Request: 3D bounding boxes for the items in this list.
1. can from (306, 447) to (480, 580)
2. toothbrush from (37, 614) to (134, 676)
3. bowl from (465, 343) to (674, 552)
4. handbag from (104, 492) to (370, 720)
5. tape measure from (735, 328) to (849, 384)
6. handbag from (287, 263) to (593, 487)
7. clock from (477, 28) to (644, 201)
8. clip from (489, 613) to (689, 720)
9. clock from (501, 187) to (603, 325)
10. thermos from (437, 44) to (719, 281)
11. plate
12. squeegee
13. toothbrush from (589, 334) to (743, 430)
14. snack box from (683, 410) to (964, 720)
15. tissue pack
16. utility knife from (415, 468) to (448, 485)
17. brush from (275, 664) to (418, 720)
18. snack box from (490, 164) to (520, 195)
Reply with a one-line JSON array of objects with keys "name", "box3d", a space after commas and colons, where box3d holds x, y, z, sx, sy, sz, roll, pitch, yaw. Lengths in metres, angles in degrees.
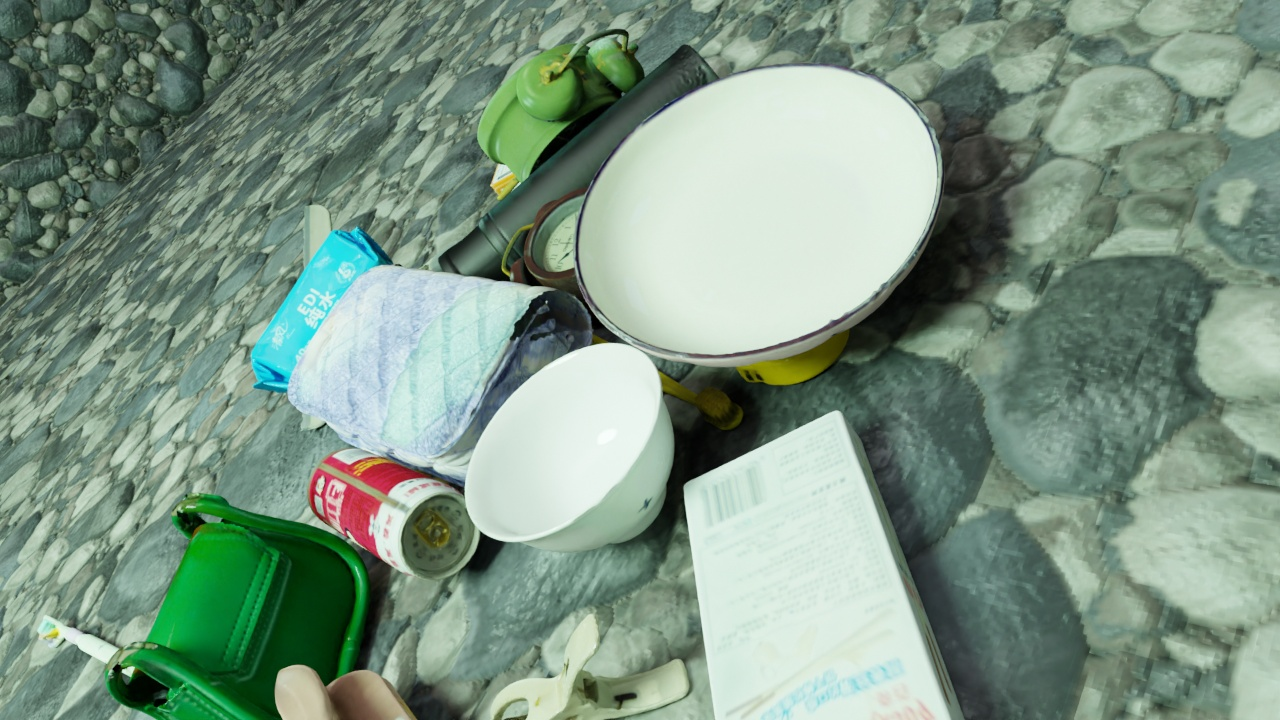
[{"name": "can", "box3d": [-0.150, 0.089, 0.547, 0.133, 0.053, 0.053, 9, 58, 50]}, {"name": "toothbrush", "box3d": [-0.428, 0.224, 0.714, 0.190, 0.029, 0.020, -2, 9, 40]}, {"name": "bowl", "box3d": [-0.024, 0.056, 0.470, 0.118, 0.065, 0.118, -25, 39, 22]}, {"name": "handbag", "box3d": [-0.221, 0.147, 0.513, 0.068, 0.120, 0.131, -29, 38, 26]}, {"name": "tape measure", "box3d": [0.079, -0.016, 0.483, 0.057, 0.029, 0.059, 0, 52, 43]}, {"name": "handbag", "box3d": [-0.136, 0.003, 0.606, 0.194, 0.075, 0.134, 13, 68, 40]}, {"name": "clock", "box3d": [-0.058, -0.193, 0.706, 0.115, 0.056, 0.162, -32, -12, -37]}, {"name": "clip", "box3d": [-0.031, 0.151, 0.401, 0.097, 0.060, 0.034, -42, 32, 19]}, {"name": "clock", "box3d": [-0.043, -0.071, 0.620, 0.122, 0.055, 0.082, 8, 66, 35]}, {"name": "thermos", "box3d": [-0.042, -0.134, 0.698, 0.242, 0.068, 0.090, -38, 13, 5]}, {"name": "plate", "box3d": [0.059, -0.073, 0.478, 0.193, 0.039, 0.192, -12, 55, 17]}, {"name": "squeegee", "box3d": [-0.183, -0.082, 0.795, 0.247, 0.039, 0.246, -22, 57, 15]}, {"name": "toothbrush", "box3d": [-0.003, 0.003, 0.550, 0.015, 0.016, 0.190, -49, 35, -11]}, {"name": "snack box", "box3d": [0.067, 0.096, 0.374, 0.085, 0.027, 0.156, -28, 37, 17]}, {"name": "tissue pack", "box3d": [-0.232, -0.027, 0.709, 0.063, 0.090, 0.140, 28, 83, 20]}, {"name": "utility knife", "box3d": [-0.136, 0.072, 0.609, 0.031, 0.019, 0.177, -39, 39, 13]}, {"name": "brush", "box3d": [-0.125, 0.187, 0.419, 0.063, 0.073, 0.146, -51, 34, -12]}, {"name": "snack box", "box3d": [-0.090, -0.214, 0.860, 0.075, 0.026, 0.153, -21, 40, 27]}]
